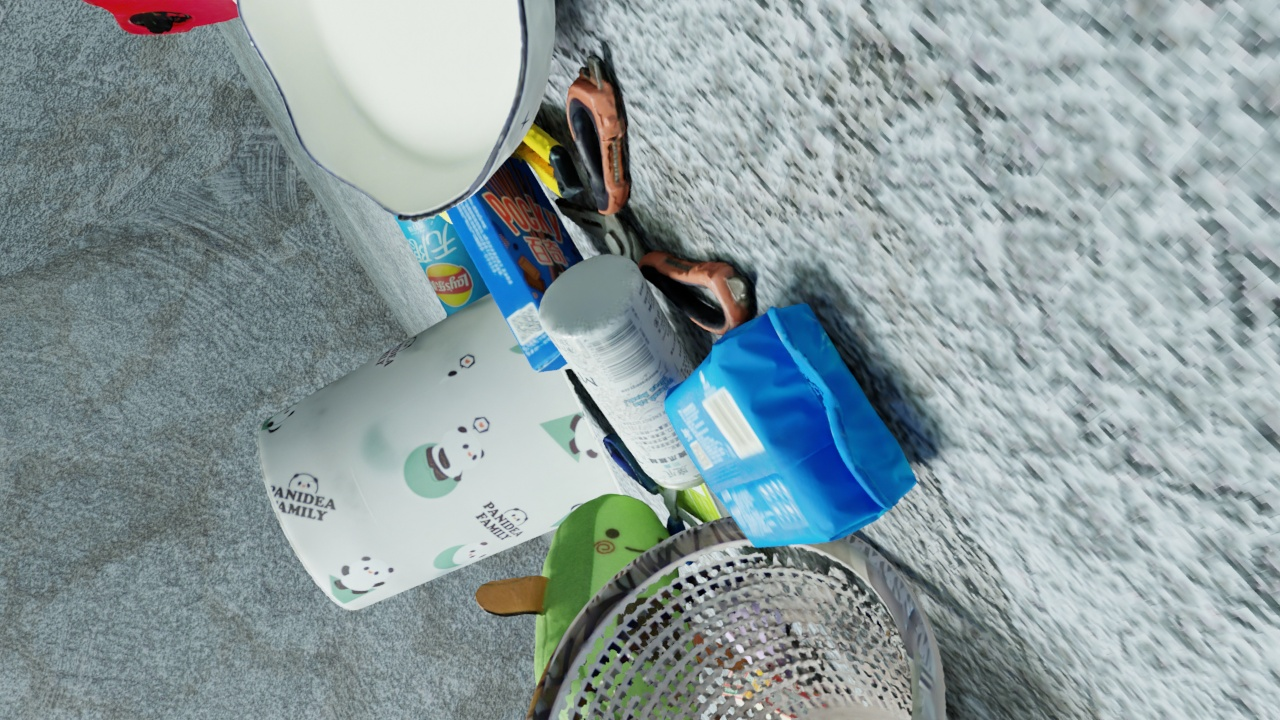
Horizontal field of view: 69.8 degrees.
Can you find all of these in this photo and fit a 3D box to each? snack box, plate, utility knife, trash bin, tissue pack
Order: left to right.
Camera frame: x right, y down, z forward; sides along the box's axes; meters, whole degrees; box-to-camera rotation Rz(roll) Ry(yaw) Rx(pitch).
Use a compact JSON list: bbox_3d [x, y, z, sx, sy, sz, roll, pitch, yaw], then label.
[{"bbox_3d":[-0.118,-0.173,0.433,0.205,0.045,0.205,21,125,32],"label":"plate"},{"bbox_3d":[-0.171,0.080,0.806,0.229,0.252,0.230,62,174,11],"label":"trash bin"},{"bbox_3d":[-0.079,-0.140,0.565,0.219,0.015,0.033,48,157,54],"label":"utility knife"},{"bbox_3d":[-0.070,-0.067,0.556,0.157,0.026,0.084,60,-156,12],"label":"snack box"},{"bbox_3d":[0.025,0.070,0.659,0.086,0.026,0.156,62,165,-16],"label":"snack box"},{"bbox_3d":[0.061,0.033,0.415,0.095,0.052,0.157,58,165,6],"label":"tissue pack"},{"bbox_3d":[0.078,0.228,0.493,0.192,0.227,0.227,52,171,-34],"label":"trash bin"},{"bbox_3d":[0.114,0.267,0.710,0.077,0.027,0.156,27,162,2],"label":"snack box"}]

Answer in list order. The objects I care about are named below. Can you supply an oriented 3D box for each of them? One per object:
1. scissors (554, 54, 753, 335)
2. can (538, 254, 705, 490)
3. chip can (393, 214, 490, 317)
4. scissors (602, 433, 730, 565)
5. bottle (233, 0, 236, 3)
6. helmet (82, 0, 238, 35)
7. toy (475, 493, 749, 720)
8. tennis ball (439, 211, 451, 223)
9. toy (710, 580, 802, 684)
[{"bbox_3d":[-0.004,-0.067,0.496,0.189,0.015,0.226,51,165,25],"label":"scissors"},{"bbox_3d":[0.001,0.011,0.512,0.058,0.058,0.147,42,168,47],"label":"can"},{"bbox_3d":[-0.190,-0.134,0.851,0.071,0.071,0.210,37,154,54],"label":"chip can"},{"bbox_3d":[0.018,0.105,0.674,0.162,0.012,0.176,46,162,35],"label":"scissors"},{"bbox_3d":[-0.221,-0.240,0.598,0.068,0.068,0.197,47,-173,36],"label":"bottle"},{"bbox_3d":[-0.306,-0.330,0.611,0.239,0.144,0.207,-82,-12,-68],"label":"helmet"},{"bbox_3d":[-0.013,0.193,0.625,0.226,0.090,0.246,28,-143,-32],"label":"toy"},{"bbox_3d":[-0.116,-0.124,0.641,0.065,0.065,0.065,52,165,21],"label":"tennis ball"},{"bbox_3d":[0.084,0.203,0.705,0.084,0.038,0.108,21,146,35],"label":"toy"}]
